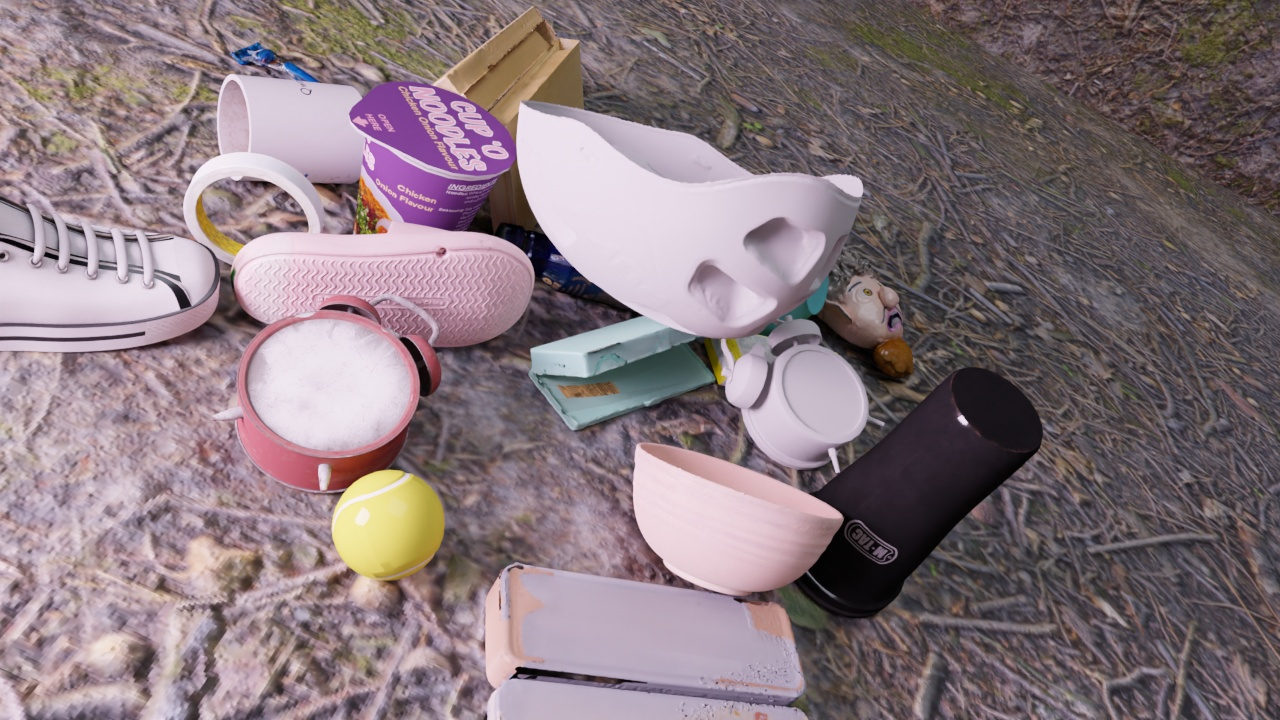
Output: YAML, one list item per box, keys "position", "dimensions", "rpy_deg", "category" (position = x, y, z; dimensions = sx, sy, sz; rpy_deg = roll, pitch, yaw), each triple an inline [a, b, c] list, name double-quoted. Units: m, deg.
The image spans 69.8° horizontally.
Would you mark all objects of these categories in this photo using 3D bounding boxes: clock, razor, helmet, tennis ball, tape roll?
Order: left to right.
- position: [-0.280, -0.106, 0.668]
  dimensions: [0.094, 0.094, 0.019]
  rpy_deg: [16, 40, -21]
  category: "tape roll"
- position: [-0.323, -0.269, 0.888]
  dimensions: [0.141, 0.018, 0.043]
  rpy_deg: [31, 36, -2]
  category: "razor"
- position: [-0.195, 0.016, 0.610]
  dimensions: [0.110, 0.062, 0.156]
  rpy_deg: [33, 50, 1]
  category: "clock"
- position: [-0.151, 0.098, 0.550]
  dimensions: [0.065, 0.065, 0.065]
  rpy_deg: [19, 38, -16]
  category: "tennis ball"
- position: [0.023, -0.134, 0.742]
  dimensions: [0.282, 0.184, 0.223]
  rpy_deg: [38, 18, 9]
  category: "helmet"
- position: [0.134, 0.024, 0.819]
  dimensions: [0.159, 0.061, 0.119]
  rpy_deg: [49, 55, 5]
  category: "clock"

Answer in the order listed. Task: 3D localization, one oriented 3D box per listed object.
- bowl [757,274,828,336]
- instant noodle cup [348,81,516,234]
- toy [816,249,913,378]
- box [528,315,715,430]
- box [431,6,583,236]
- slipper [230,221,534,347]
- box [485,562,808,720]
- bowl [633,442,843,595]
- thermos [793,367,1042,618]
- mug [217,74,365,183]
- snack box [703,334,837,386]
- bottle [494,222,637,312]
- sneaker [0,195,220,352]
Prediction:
- position: [0.155, -0.075, 0.914]
  dimensions: [0.046, 0.121, 0.120]
  rpy_deg: [10, 25, 32]
  category: "bowl"
- position: [-0.186, -0.140, 0.750]
  dimensions: [0.136, 0.122, 0.122]
  rpy_deg: [-9, 52, -41]
  category: "instant noodle cup"
- position: [0.244, -0.057, 1.005]
  dimensions: [0.132, 0.076, 0.176]
  rpy_deg: [-16, 65, -44]
  category: "toy"
- position: [-0.006, 0.009, 0.789]
  dimensions: [0.078, 0.080, 0.188]
  rpy_deg: [6, 17, 41]
  category: "box"
- position: [-0.137, -0.244, 0.902]
  dimensions: [0.184, 0.142, 0.247]
  rpy_deg: [33, 37, -10]
  category: "box"
- position: [-0.183, -0.061, 0.681]
  dimensions: [0.221, 0.107, 0.055]
  rpy_deg: [1, 46, -27]
  category: "slipper"
- position: [0.011, 0.209, 0.566]
  dimensions: [0.216, 0.043, 0.150]
  rpy_deg: [15, 45, -22]
  category: "box"
- position: [0.058, 0.118, 0.648]
  dimensions: [0.153, 0.076, 0.153]
  rpy_deg: [19, 2, -1]
  category: "bowl"
- position: [0.193, 0.099, 0.673]
  dimensions: [0.105, 0.219, 0.105]
  rpy_deg: [14, 47, -15]
  category: "thermos"
- position: [-0.302, -0.197, 0.780]
  dimensions: [0.096, 0.083, 0.120]
  rpy_deg: [-7, 23, -40]
  category: "mug"
- position: [0.136, 0.008, 0.889]
  dimensions: [0.148, 0.026, 0.061]
  rpy_deg: [12, 41, -25]
  category: "snack box"
- position: [-0.056, -0.086, 0.836]
  dimensions: [0.160, 0.056, 0.056]
  rpy_deg: [13, 41, -23]
  category: "bottle"
- position: [-0.382, -0.069, 0.551]
  dimensions: [0.245, 0.097, 0.091]
  rpy_deg: [-1, 48, -35]
  category: "sneaker"
